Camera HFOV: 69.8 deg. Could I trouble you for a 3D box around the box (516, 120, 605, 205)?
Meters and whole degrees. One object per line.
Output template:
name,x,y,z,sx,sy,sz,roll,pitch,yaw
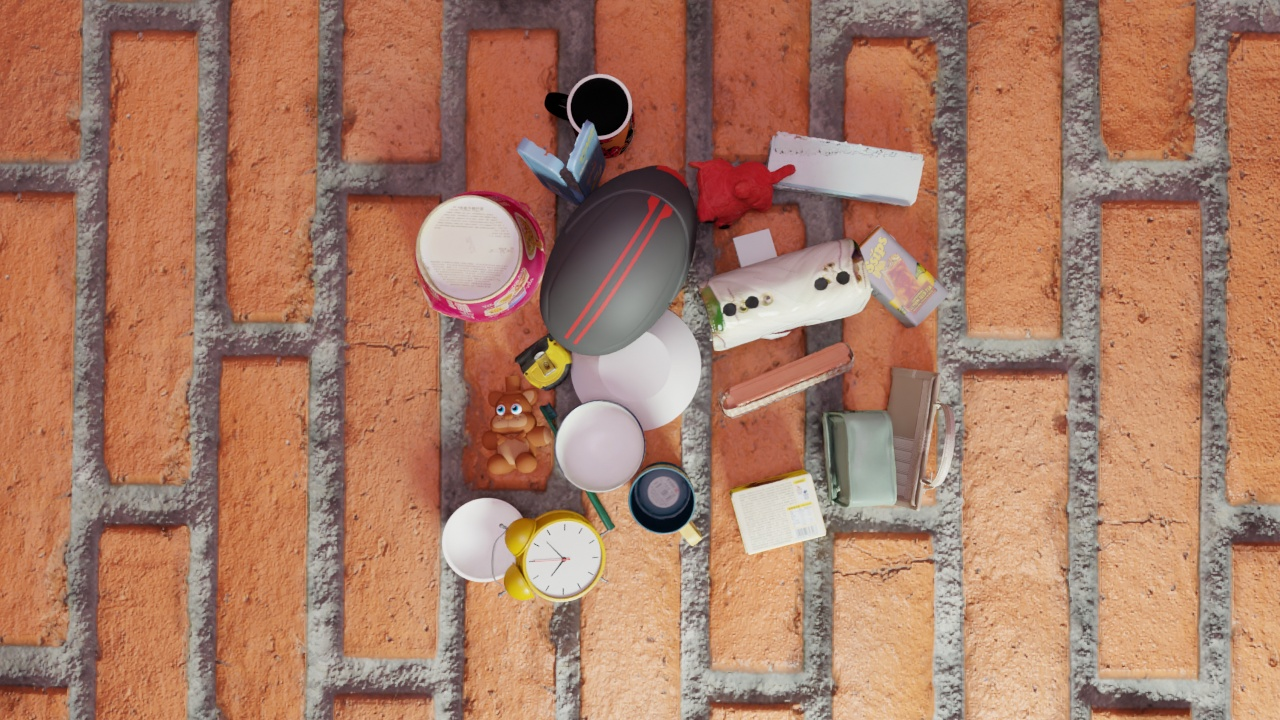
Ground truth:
box,-0.094,-0.247,1.128,0.074,0.209,0.078,27,90,3

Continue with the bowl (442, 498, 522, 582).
bowl,-0.205,0.230,1.204,0.110,0.040,0.110,-1,95,-15

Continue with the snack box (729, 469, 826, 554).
snack box,0.175,0.195,1.184,0.106,0.061,0.083,-15,89,2

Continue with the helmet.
helmet,-0.022,-0.126,1.134,0.164,0.170,0.265,33,95,-8

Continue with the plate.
plate,-0.007,0.007,1.206,0.174,0.036,0.174,0,89,2

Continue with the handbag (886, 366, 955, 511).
handbag,0.342,0.097,1.111,0.062,0.198,0.175,9,89,2

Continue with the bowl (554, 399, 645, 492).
bowl,-0.047,0.113,1.189,0.118,0.062,0.118,-2,80,10

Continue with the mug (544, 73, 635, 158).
mug,-0.066,-0.317,1.183,0.118,0.098,0.082,16,90,2

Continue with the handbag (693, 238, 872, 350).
handbag,0.172,-0.080,1.125,0.198,0.142,0.096,-15,93,3

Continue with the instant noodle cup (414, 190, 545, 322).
instant noodle cup,-0.217,-0.141,1.197,0.178,0.077,0.178,0,89,2

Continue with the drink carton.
drink carton,0.328,-0.107,1.189,0.125,0.048,0.076,44,91,2

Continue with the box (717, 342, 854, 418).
box,0.189,0.027,1.206,0.188,0.062,0.058,-21,63,4

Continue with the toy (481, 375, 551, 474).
toy,-0.166,0.084,1.200,0.095,0.065,0.127,-5,84,10

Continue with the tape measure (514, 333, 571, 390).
tape measure,-0.124,0.005,1.211,0.065,0.037,0.064,-36,87,2

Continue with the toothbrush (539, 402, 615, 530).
toothbrush,-0.082,0.140,1.218,0.017,0.016,0.190,-29,88,-3

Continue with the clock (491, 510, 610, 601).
clock,-0.116,0.253,1.181,0.151,0.052,0.113,0,94,-19

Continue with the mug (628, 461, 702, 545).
mug,0.037,0.185,1.168,0.083,0.107,0.113,-38,88,-1

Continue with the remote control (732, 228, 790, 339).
remote control,0.164,-0.100,1.207,0.049,0.024,0.143,-15,89,2

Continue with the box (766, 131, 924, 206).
box,0.263,-0.246,1.200,0.199,0.066,0.083,10,114,2

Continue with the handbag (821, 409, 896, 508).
handbag,0.269,0.125,1.160,0.067,0.106,0.122,-3,89,-9

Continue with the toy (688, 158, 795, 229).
toy,0.128,-0.236,1.174,0.133,0.088,0.094,-20,75,21
